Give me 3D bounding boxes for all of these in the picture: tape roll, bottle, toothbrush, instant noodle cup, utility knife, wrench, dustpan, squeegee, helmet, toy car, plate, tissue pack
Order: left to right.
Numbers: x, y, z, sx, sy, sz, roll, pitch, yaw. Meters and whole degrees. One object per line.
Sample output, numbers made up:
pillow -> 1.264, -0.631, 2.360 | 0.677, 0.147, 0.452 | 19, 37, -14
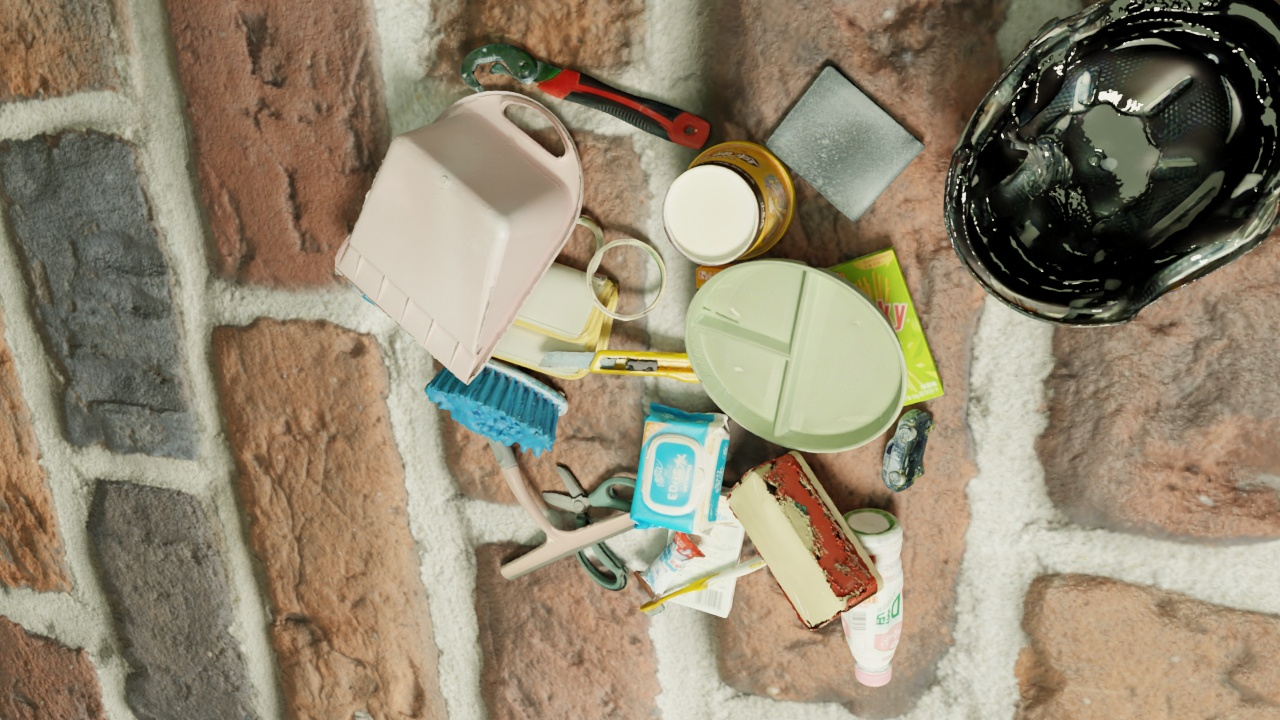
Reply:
dustpan -> -0.182, -0.146, 1.000 | 0.222, 0.138, 0.274 | 42, 130, 10
squeegee -> -0.149, 0.133, 1.097 | 0.248, 0.040, 0.249 | -30, 91, 35
wrench -> -0.058, -0.272, 0.942 | 0.273, 0.016, 0.056 | 19, 86, 10
tape roll -> -0.015, -0.086, 0.974 | 0.085, 0.014, 0.086 | 0, 92, -7
utility knife -> -0.006, 0.006, 0.986 | 0.209, 0.015, 0.033 | 2, 108, -2
tissue pack -> 0.042, 0.121, 0.998 | 0.090, 0.063, 0.140 | 8, 85, 17
toothbrush -> 0.077, 0.257, 1.047 | 0.192, 0.016, 0.018 | -29, 107, 26
instant noodle cup -> 0.081, -0.148, 0.886 | 0.118, 0.114, 0.118 | 7, 109, 19
plate -> 0.151, -0.004, 0.906 | 0.230, 0.027, 0.231 | 19, 135, 20
bottle -> 0.249, 0.259, 0.989 | 0.068, 0.068, 0.197 | 0, 111, 20
toy car -> 0.271, 0.091, 0.937 | 0.034, 0.042, 0.091 | 33, 126, 45
helmet -> 0.380, -0.160, 0.751 | 0.230, 0.156, 0.274 | 43, 106, 4

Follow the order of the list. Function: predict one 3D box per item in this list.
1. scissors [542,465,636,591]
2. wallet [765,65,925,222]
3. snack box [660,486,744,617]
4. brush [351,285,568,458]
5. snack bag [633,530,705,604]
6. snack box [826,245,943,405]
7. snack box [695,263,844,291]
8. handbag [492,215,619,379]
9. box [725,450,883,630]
scissors -> -0.042, 0.205, 1.097 | 0.170, 0.019, 0.181 | 6, 110, 25
wallet -> 0.194, -0.207, 0.879 | 0.121, 0.019, 0.097 | 42, 114, 4
snack box -> 0.073, 0.215, 1.058 | 0.085, 0.026, 0.157 | 13, 111, 16
brush -> -0.225, 0.003, 1.071 | 0.314, 0.109, 0.061 | 24, 140, 4
snack bag -> 0.032, 0.234, 1.050 | 0.048, 0.026, 0.104 | 50, 118, 15
snack box -> 0.237, -0.028, 0.918 | 0.086, 0.026, 0.156 | -18, 100, 24
snack box -> 0.130, -0.056, 0.930 | 0.154, 0.026, 0.075 | 8, 114, 30
handbag -> -0.108, -0.079, 1.011 | 0.163, 0.063, 0.179 | 19, 109, 12
box -> 0.161, 0.187, 0.946 | 0.168, 0.075, 0.092 | 57, 147, 19
